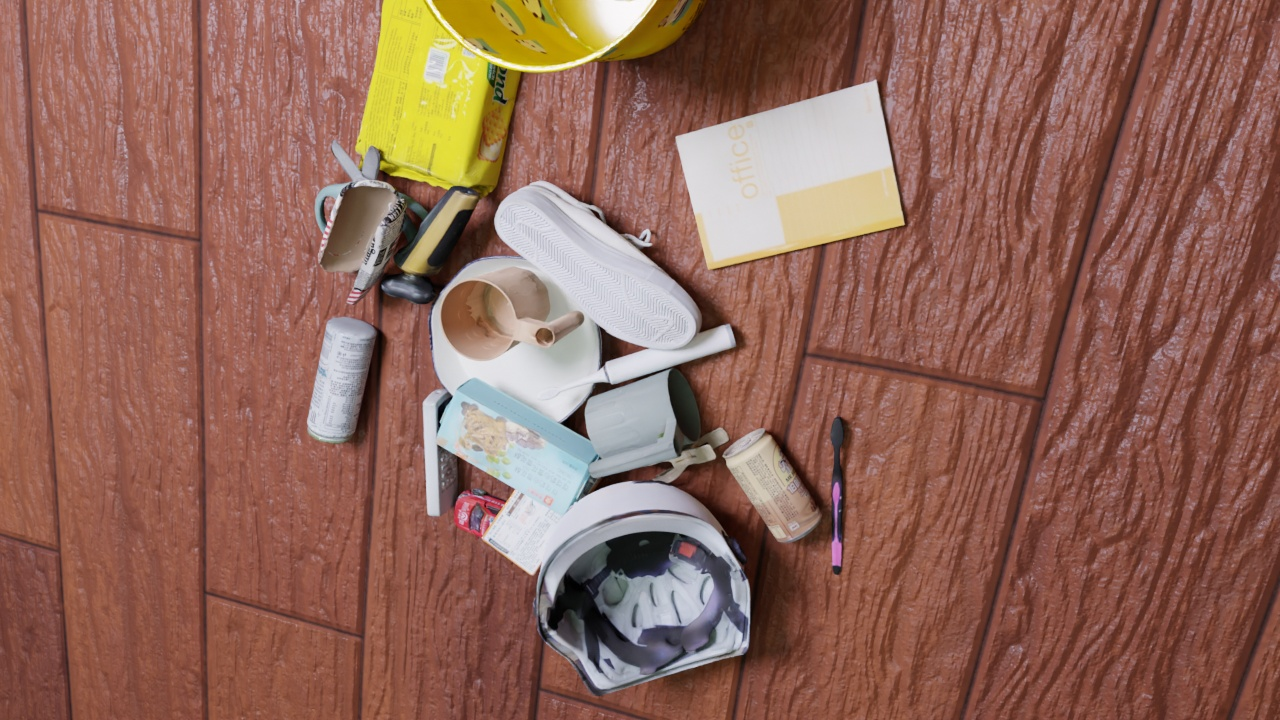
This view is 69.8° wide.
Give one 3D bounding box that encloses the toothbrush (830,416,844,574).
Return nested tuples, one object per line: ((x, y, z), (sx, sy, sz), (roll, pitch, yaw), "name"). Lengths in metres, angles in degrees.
((0.215, 0.149, 1.004), (0.014, 0.017, 0.189), (2, 108, 16), "toothbrush")

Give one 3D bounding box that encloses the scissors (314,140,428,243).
((-0.289, -0.163, 1.031), (0.181, 0.019, 0.171), (31, 136, -8), "scissors")

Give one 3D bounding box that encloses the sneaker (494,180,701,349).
((-0.036, -0.104, 0.970), (0.242, 0.090, 0.090), (36, 127, -3), "sneaker")

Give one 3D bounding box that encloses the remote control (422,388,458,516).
((-0.236, 0.109, 1.093), (0.021, 0.058, 0.150), (5, 106, 11), "remote control")

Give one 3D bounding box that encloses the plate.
((-0.138, -0.021, 1.038), (0.205, 0.045, 0.205), (4, 105, 16), "plate")

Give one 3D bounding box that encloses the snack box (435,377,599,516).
((-0.135, 0.094, 1.017), (0.175, 0.051, 0.074), (29, 113, 6), "snack box")

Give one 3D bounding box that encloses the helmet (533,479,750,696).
((-0.001, 0.224, 0.999), (0.229, 0.145, 0.259), (-22, 119, 5), "helmet")

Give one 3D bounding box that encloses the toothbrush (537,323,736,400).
((-0.006, 0.006, 0.985), (0.221, 0.026, 0.027), (-18, 96, 2), "toothbrush")

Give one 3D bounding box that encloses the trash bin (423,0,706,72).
((-0.047, -0.368, 0.807), (0.230, 0.254, 0.230), (4, 106, 14), "trash bin")

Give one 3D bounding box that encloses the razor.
((-0.222, -0.124, 0.995), (0.168, 0.062, 0.067), (-47, 67, 35), "razor")

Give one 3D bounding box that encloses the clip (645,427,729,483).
((0.047, 0.110, 1.019), (0.099, 0.066, 0.034), (-24, 97, 31), "clip")

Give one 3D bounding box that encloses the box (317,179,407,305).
((-0.297, -0.121, 1.000), (0.163, 0.076, 0.087), (-47, 57, 45), "box")

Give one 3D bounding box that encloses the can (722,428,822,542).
((0.143, 0.136, 0.993), (0.059, 0.058, 0.116), (-32, 94, 21), "can")

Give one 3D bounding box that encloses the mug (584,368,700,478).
((-0.001, 0.073, 0.985), (0.104, 0.123, 0.084), (-18, 118, 21), "mug")

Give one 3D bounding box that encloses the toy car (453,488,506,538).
((-0.170, 0.195, 1.106), (0.120, 0.045, 0.053), (16, 107, 13), "toy car")

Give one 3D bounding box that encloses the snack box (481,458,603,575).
((-0.110, 0.165, 1.062), (0.075, 0.026, 0.153), (35, 90, 6), "snack box")

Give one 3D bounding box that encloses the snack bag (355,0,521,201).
((-0.211, -0.300, 0.973), (0.158, 0.068, 0.247), (19, 108, 10), "snack bag")

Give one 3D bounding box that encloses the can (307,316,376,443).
((-0.361, 0.024, 1.105), (0.058, 0.058, 0.147), (21, 109, 9), "can")

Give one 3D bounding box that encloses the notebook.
((0.150, -0.184, 0.932), (0.207, 0.010, 0.146), (-11, 101, 18), "notebook")

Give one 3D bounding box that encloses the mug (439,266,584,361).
((-0.129, -0.047, 0.949), (0.125, 0.103, 0.084), (13, 107, 12), "mug")
